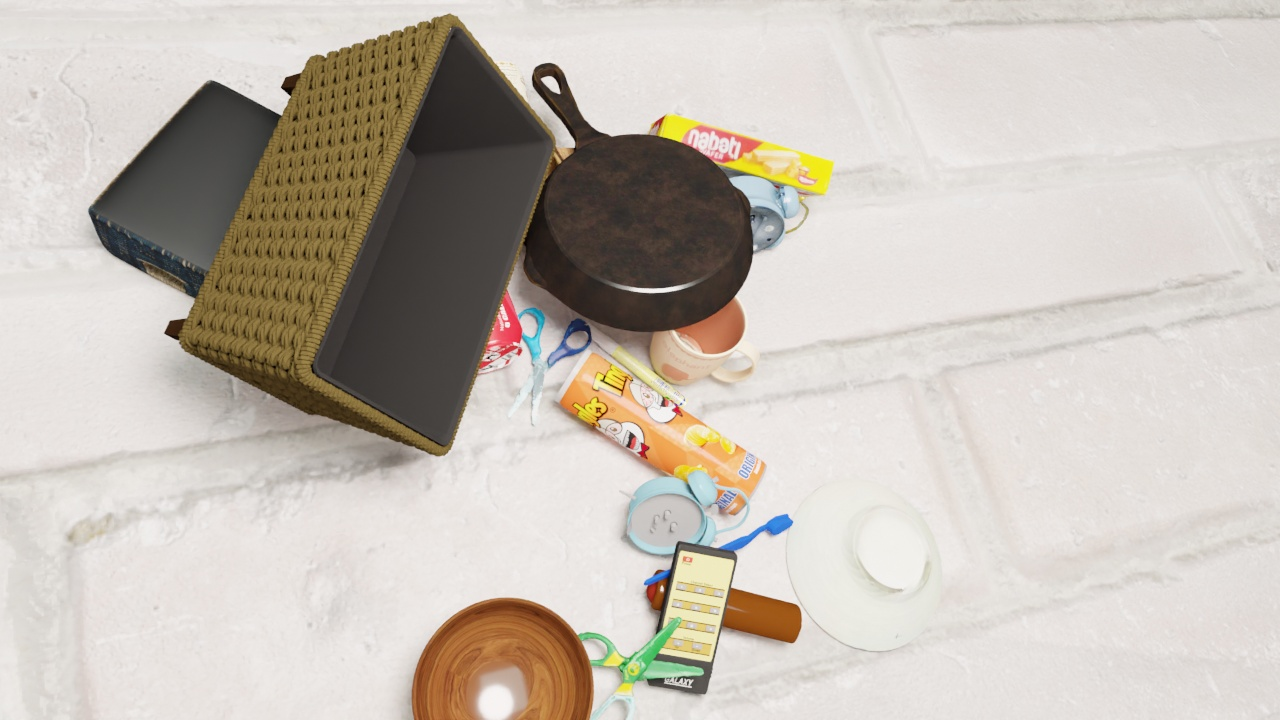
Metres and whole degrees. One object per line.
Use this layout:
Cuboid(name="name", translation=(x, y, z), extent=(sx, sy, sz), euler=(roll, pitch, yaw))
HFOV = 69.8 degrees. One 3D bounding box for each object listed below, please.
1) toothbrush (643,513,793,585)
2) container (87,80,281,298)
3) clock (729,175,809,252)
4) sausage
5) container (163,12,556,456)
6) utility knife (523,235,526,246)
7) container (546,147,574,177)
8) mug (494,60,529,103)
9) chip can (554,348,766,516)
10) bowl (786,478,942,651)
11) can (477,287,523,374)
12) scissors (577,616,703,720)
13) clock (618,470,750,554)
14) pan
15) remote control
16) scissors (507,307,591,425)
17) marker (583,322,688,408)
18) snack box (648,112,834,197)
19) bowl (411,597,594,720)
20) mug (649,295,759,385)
Cuboid(name="toothbrush", translation=(0.079, 0.183, 0.881), extent=(0.186, 0.017, 0.011), euler=(-16, 43, -35))
Cuboid(name="container", translation=(-0.400, -0.158, 0.877), extent=(0.145, 0.071, 0.187), euler=(28, 62, -3))
Cuboid(name="clock", translation=(0.128, -0.161, 1.026), extent=(0.124, 0.089, 0.051), euler=(4, 60, -12))
Cuboid(name="sausage", translation=(0.080, 0.234, 0.868), extent=(0.155, 0.040, 0.040), euler=(16, 64, -8))
Cuboid(name="container", translation=(-0.241, -0.106, 0.794), extent=(0.205, 0.176, 0.320), euler=(5, 68, 29))
Cuboid(name="utility knife", translation=(-0.098, -0.118, 0.974), extent=(0.171, 0.029, 0.020), euler=(33, 66, 0))
Cuboid(name="container", translation=(-0.059, -0.177, 0.995), extent=(0.061, 0.063, 0.114), euler=(-23, 75, -31))
Cuboid(name="mug", translation=(-0.172, -0.252, 0.995), extent=(0.122, 0.081, 0.097), euler=(-20, 80, -1))
Cuboid(name="chip can", translation=(0.020, 0.071, 0.907), extent=(0.210, 0.062, 0.062), euler=(33, 62, -1))
Cuboid(name="bowl", translation=(0.239, 0.196, 0.920), extent=(0.176, 0.058, 0.176), euler=(6, 65, -14))
Cuboid(name="can", translation=(-0.168, -0.064, 0.903), extent=(0.074, 0.075, 0.142), euler=(-15, 72, -22))
Cuboid(name="scissors", translation=(-0.006, 0.282, 0.814), extent=(0.129, 0.012, 0.119), euler=(1, 77, 9))
Cuboid(name="clock", translation=(0.043, 0.146, 0.869), extent=(0.123, 0.087, 0.042), euler=(-4, 30, -3))
Cuboid(name="pan", translation=(-0.027, -0.187, 0.925), extent=(0.248, 0.043, 0.355), euler=(-22, 65, -17))
Cuboid(name="remote control", translation=(0.046, 0.234, 0.836), extent=(0.058, 0.013, 0.133), euler=(11, 93, -8))
Cuboid(name="scissors", translation=(-0.089, 0.009, 0.925), extent=(0.086, 0.016, 0.134), euler=(7, 66, -4))
Cuboid(name="marker", translation=(-0.006, 0.006, 0.955), extent=(0.132, 0.014, 0.014), euler=(38, 62, 2))
Cuboid(name="snack box", translation=(0.110, -0.230, 1.045), extent=(0.200, 0.092, 0.042), euler=(13, 95, -11))
Cuboid(name="bowl", translation=(-0.118, 0.279, 0.772), extent=(0.147, 0.069, 0.147), euler=(6, 66, -13))
Cuboid(name="mug", translation=(0.066, -0.014, 0.934), extent=(0.111, 0.105, 0.085), euler=(29, 63, -4))
